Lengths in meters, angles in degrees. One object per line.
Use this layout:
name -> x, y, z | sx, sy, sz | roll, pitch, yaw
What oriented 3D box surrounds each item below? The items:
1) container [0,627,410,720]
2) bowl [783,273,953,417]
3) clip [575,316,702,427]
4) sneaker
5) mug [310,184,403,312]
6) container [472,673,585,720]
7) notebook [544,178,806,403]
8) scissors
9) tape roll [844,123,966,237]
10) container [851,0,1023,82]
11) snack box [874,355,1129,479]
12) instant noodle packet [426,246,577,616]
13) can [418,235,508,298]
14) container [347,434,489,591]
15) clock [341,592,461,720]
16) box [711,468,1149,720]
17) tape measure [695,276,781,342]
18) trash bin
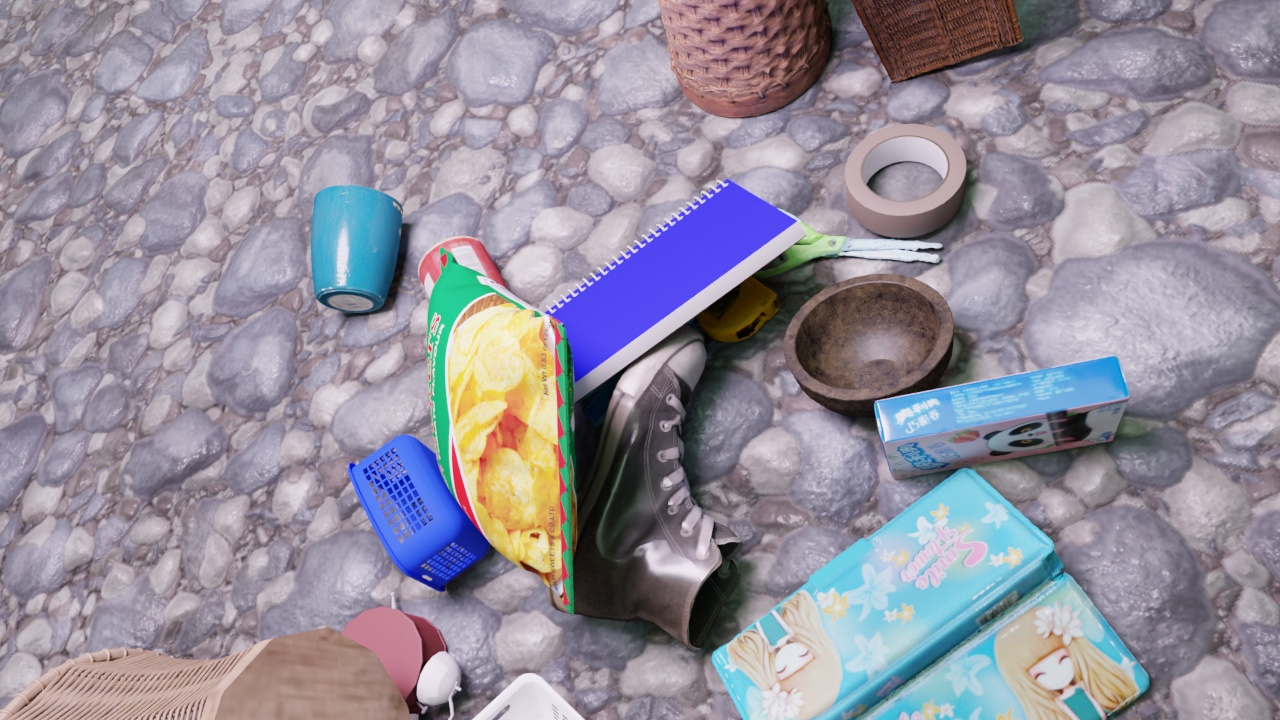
container -> -0.288, 0.293, 0.614 | 0.196, 0.227, 0.226 | -18, 62, 21
bowl -> 0.173, -0.002, 0.684 | 0.121, 0.056, 0.121 | -15, 45, 15
clip -> -0.008, -0.005, 0.738 | 0.126, 0.113, 0.028 | -33, 63, -11
sneaker -> 0.028, 0.089, 0.682 | 0.120, 0.095, 0.234 | 15, 71, 23
mug -> -0.286, -0.100, 0.897 | 0.112, 0.084, 0.104 | -20, 64, 43
container -> -0.061, 0.292, 0.636 | 0.129, 0.050, 0.080 | 34, 56, 29
notebook -> 0.013, -0.066, 0.745 | 0.209, 0.022, 0.171 | -36, 26, 2
scissors -> 0.160, -0.090, 0.758 | 0.176, 0.033, 0.072 | 6, 66, 26
tape roll -> 0.214, -0.146, 0.745 | 0.094, 0.030, 0.093 | -7, 60, 13
container -> 0.223, -0.328, 0.733 | 0.113, 0.198, 0.113 | -19, 64, 25
snack box -> 0.242, 0.041, 0.625 | 0.154, 0.088, 0.033 | -13, 63, 15
instant noodle packet -> -0.103, 0.037, 0.664 | 0.090, 0.196, 0.253 | -10, 21, -26
can -> -0.139, -0.035, 0.812 | 0.067, 0.067, 0.170 | -34, 60, 3
container -> -0.175, 0.120, 0.743 | 0.058, 0.096, 0.114 | -36, 60, -4
clock -> -0.192, 0.247, 0.720 | 0.087, 0.044, 0.124 | -47, 60, -4
box -> 0.179, 0.197, 0.594 | 0.227, 0.074, 0.180 | -37, 59, 2
tape measure -> 0.073, -0.047, 0.760 | 0.059, 0.030, 0.068 | -47, 60, -6
trash bin -> 0.074, -0.332, 0.782 | 0.151, 0.210, 0.151 | -8, 64, 17
